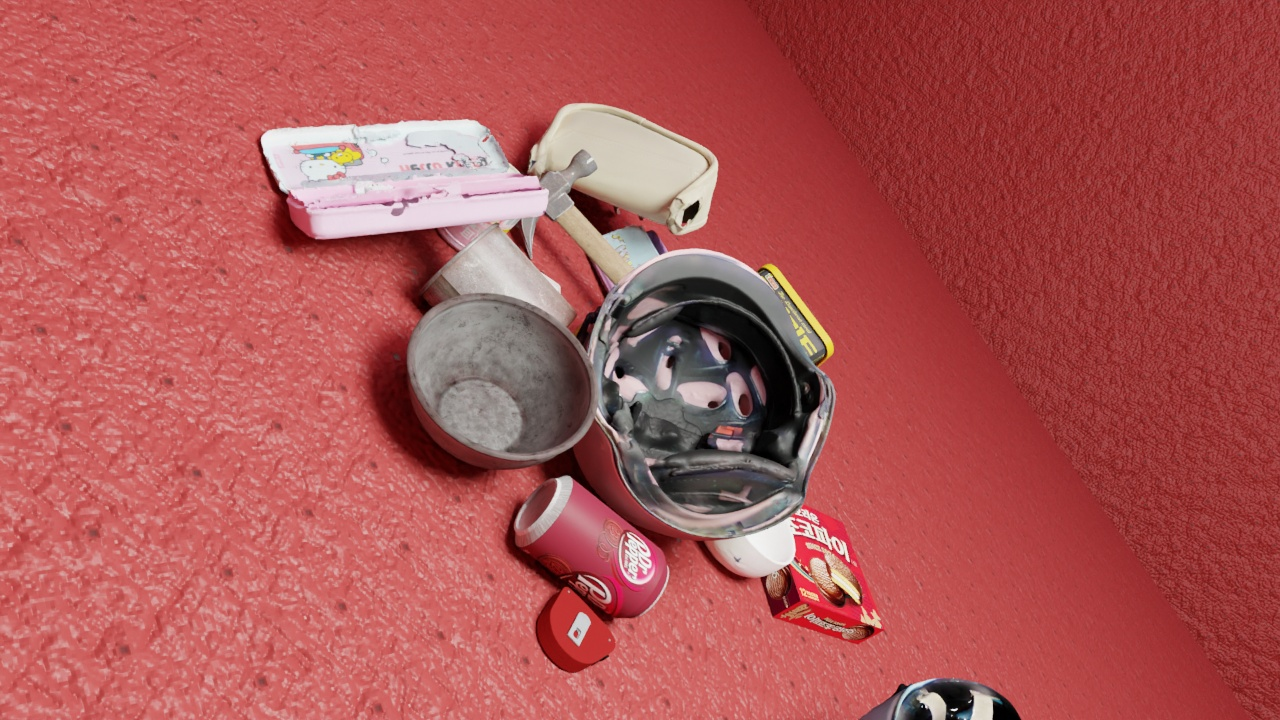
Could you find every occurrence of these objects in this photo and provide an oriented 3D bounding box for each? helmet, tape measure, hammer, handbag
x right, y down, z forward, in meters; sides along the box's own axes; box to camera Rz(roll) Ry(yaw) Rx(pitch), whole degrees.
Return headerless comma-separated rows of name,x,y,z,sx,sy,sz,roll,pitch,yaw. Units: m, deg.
helmet,0.230,0.372,0.698,0.265,0.167,0.225,24,34,-45
tape measure,-0.045,0.197,0.655,0.059,0.019,0.051,48,26,-6
hammer,0.003,-0.066,0.956,0.331,0.119,0.031,48,-13,2
handbag,-0.020,-0.202,1.079,0.229,0.132,0.183,20,31,18
helmet,0.041,0.037,0.808,0.229,0.153,0.255,10,67,-20

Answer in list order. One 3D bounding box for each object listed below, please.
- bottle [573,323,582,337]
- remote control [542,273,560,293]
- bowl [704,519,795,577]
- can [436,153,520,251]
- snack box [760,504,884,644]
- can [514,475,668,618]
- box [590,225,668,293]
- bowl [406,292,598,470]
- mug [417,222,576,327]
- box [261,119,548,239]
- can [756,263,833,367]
bottle,0.008,0.033,0.910,0.186,0.053,0.053,42,28,-17
remote control,-0.097,-0.042,0.889,0.050,0.011,0.135,33,31,-32
bowl,0.096,0.162,0.887,0.105,0.054,0.104,38,27,-24
can,-0.149,-0.145,0.865,0.067,0.076,0.067,37,30,-25
snack box,0.180,0.217,0.969,0.152,0.036,0.132,28,34,-39
can,-0.036,0.142,0.691,0.114,0.063,0.063,41,28,-19
box,0.013,-0.053,1.042,0.092,0.090,0.214,-18,57,-15
bowl,-0.111,0.026,0.690,0.145,0.067,0.144,16,49,-20
mug,-0.121,-0.049,0.790,0.110,0.096,0.123,53,0,-8
box,-0.192,-0.146,0.756,0.201,0.059,0.155,-12,38,-32
can,0.138,-0.029,1.058,0.100,0.073,0.130,-30,78,-24
